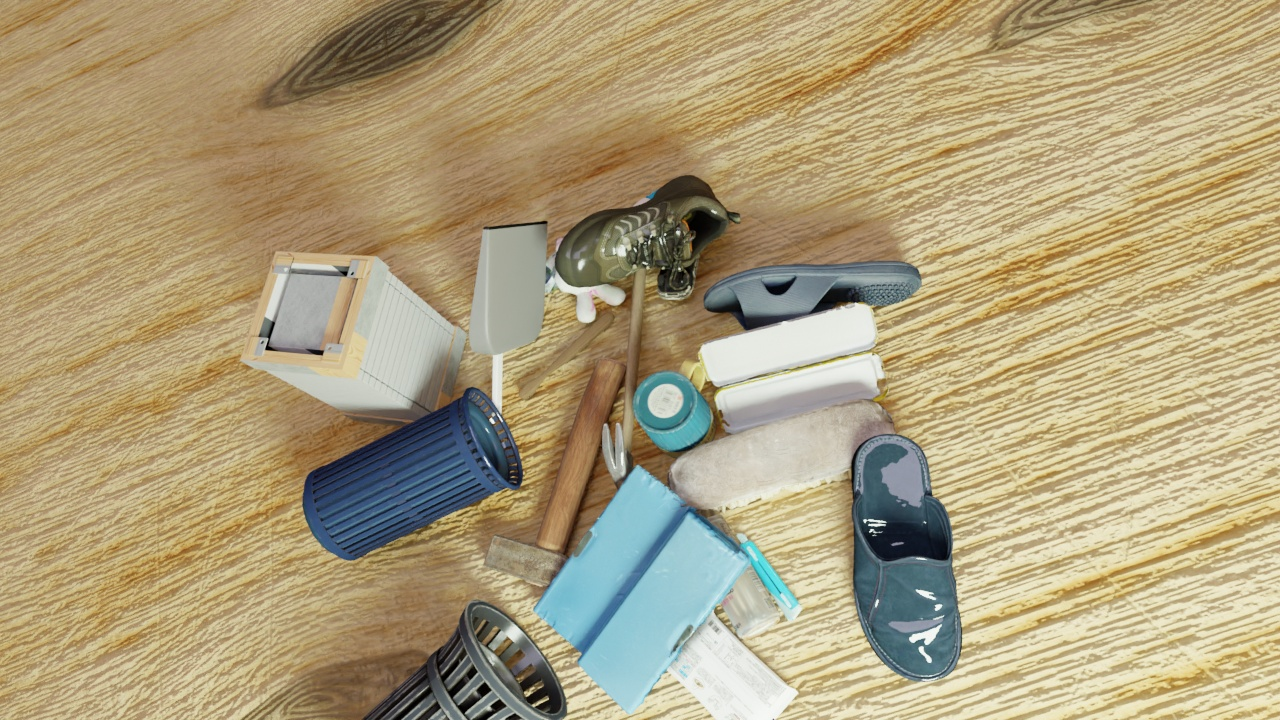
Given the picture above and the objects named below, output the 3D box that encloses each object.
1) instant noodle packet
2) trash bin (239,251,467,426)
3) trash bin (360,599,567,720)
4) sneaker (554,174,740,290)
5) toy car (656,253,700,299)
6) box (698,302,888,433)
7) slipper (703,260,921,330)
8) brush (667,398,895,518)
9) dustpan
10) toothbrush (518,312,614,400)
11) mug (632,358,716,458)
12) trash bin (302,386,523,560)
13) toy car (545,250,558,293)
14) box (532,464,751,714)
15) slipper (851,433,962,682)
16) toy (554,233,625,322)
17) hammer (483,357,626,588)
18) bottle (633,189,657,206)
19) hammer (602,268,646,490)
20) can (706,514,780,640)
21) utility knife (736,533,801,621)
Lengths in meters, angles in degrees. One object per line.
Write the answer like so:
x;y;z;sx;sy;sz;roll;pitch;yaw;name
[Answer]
0.097;0.355;1.025;0.134;0.026;0.087;40;85;25;instant noodle packet
-0.356;-0.019;1.180;0.143;0.247;0.142;5;71;18;trash bin
-0.222;0.409;1.031;0.227;0.164;0.164;-42;64;2;trash bin
0.022;-0.138;1.144;0.237;0.101;0.143;-30;42;-16;sneaker
0.053;-0.123;1.216;0.048;0.040;0.112;1;52;18;toy car
0.183;0.011;1.093;0.210;0.034;0.129;-14;111;11;box
0.207;-0.065;1.113;0.264;0.101;0.082;-5;67;11;slipper
0.163;0.117;1.078;0.271;0.056;0.083;-18;66;8;brush
-0.174;-0.050;1.194;0.033;0.162;0.258;8;103;19;dustpan
-0.098;-0.006;1.228;0.166;0.016;0.016;-43;64;-4;toothbrush
0.046;0.052;1.111;0.083;0.107;0.113;18;75;24;mug
-0.291;0.149;1.160;0.250;0.139;0.139;-26;65;8;trash bin
-0.112;-0.134;1.273;0.039;0.027;0.089;39;85;27;toy car
-0.006;0.258;1.045;0.174;0.033;0.232;38;102;21;box
0.279;0.209;0.973;0.109;0.083;0.265;-7;82;9;slipper
-0.078;-0.114;1.242;0.076;0.037;0.125;-29;76;-13;toy
-0.075;0.137;1.153;0.158;0.037;0.300;12;74;20;hammer
0.005;-0.189;1.245;0.146;0.051;0.051;-43;64;-2;bottle
-0.007;0.007;1.160;0.031;0.119;0.330;-3;61;17;hammer
0.104;0.247;1.049;0.054;0.054;0.135;-32;65;3;can
0.145;0.247;1.058;0.022;0.015;0.116;-38;62;1;utility knife
